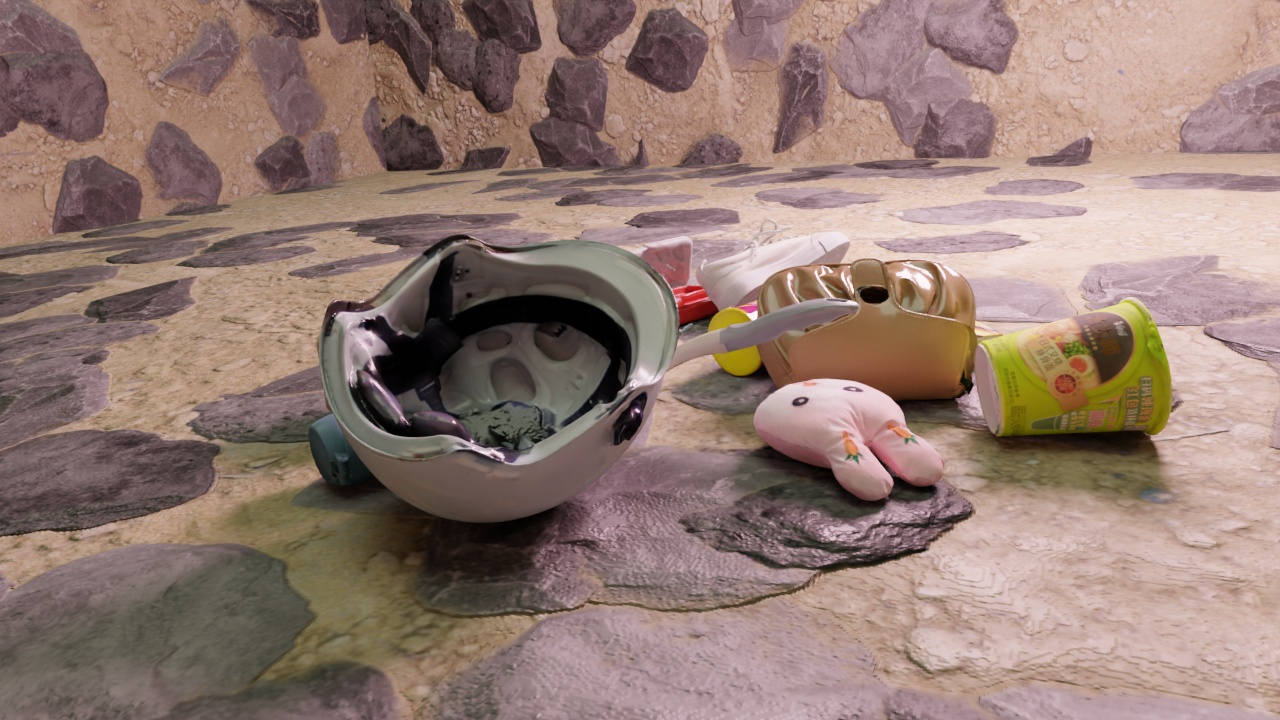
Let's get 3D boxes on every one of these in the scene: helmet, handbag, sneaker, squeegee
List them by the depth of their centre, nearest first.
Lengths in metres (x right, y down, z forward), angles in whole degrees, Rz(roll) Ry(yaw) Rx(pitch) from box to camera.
[{"bbox_3d":[-0.097,0.024,0.691,0.229,0.146,0.257,36,50,28],"label":"helmet"},{"bbox_3d":[0.069,-0.009,0.797,0.247,0.039,0.245,-25,10,23],"label":"squeegee"},{"bbox_3d":[0.212,-0.030,0.858,0.204,0.100,0.147,-5,54,-1],"label":"handbag"},{"bbox_3d":[0.171,-0.127,1.197,0.241,0.090,0.090,-24,60,-35],"label":"sneaker"}]

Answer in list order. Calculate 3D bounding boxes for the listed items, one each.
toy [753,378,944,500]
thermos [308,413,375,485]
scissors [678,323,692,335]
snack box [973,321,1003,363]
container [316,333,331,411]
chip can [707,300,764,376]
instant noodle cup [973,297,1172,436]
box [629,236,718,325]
[{"bbox_3d":[0.164,0.057,0.726,0.121,0.054,0.159,-12,27,-23],"label":"toy"},{"bbox_3d":[-0.166,0.052,0.785,0.220,0.070,0.070,-13,20,-27],"label":"thermos"},{"bbox_3d":[-0.005,0.005,0.868,0.083,0.017,0.138,-27,-8,-43],"label":"scissors"},{"bbox_3d":[0.293,-0.018,0.960,0.140,0.034,0.087,-8,17,-6],"label":"snack box"},{"bbox_3d":[-0.241,0.014,0.890,0.111,0.090,0.090,16,26,39],"label":"container"},{"bbox_3d":[0.166,-0.044,1.008,0.071,0.071,0.210,12,23,41],"label":"chip can"},{"bbox_3d":[0.342,0.015,0.743,0.123,0.112,0.111,-10,17,9],"label":"instant noodle cup"},{"bbox_3d":[0.007,-0.094,1.149,0.200,0.102,0.095,-19,22,-38],"label":"box"}]
